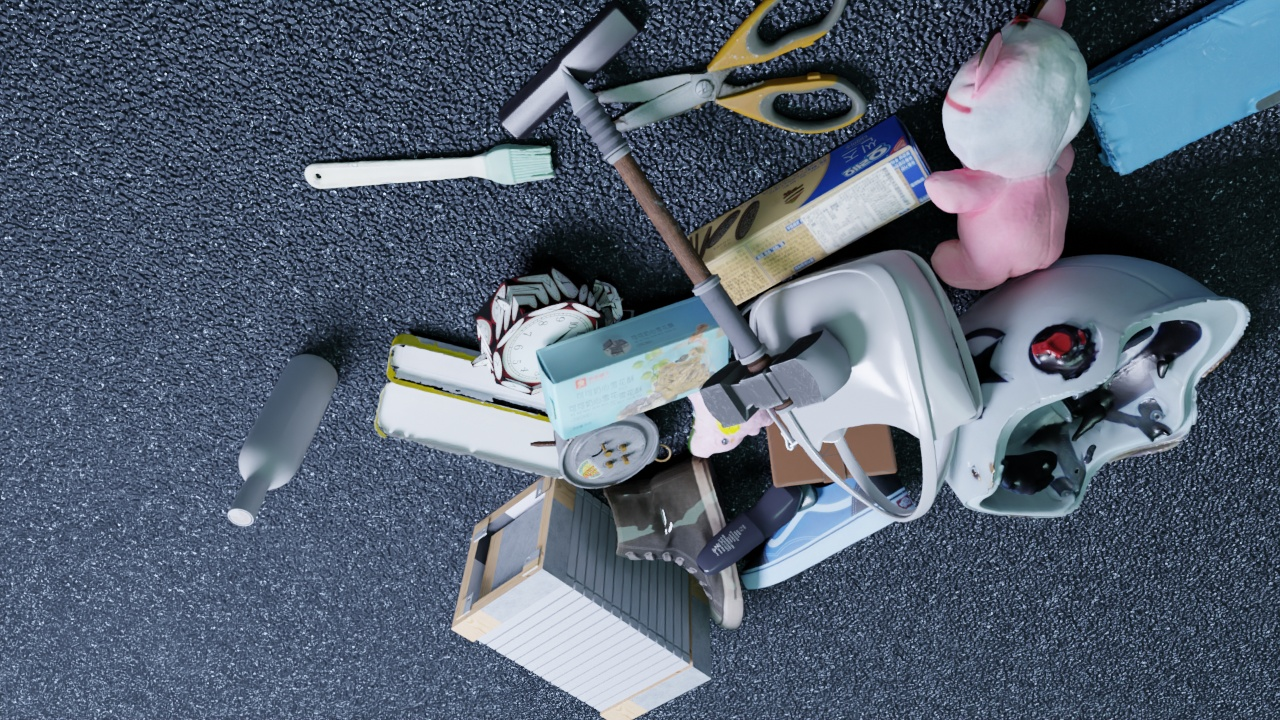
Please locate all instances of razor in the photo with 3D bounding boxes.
[{"bbox_3d":[0.116,0.167,0.930,0.142,0.047,0.052,-36,147,-14],"label":"razor"}]

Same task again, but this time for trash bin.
[{"bbox_3d":[-0.058,0.267,1.025,0.143,0.142,0.247,-37,118,27],"label":"trash bin"}]

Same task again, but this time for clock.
[{"bbox_3d":[-0.026,0.082,0.918,0.147,0.056,0.104,18,121,-39],"label":"clock"},{"bbox_3d":[-0.077,-0.031,0.845,0.154,0.065,0.115,-1,133,-34],"label":"clock"}]

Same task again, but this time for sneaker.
[{"bbox_3d":[0.043,0.210,1.003,0.120,0.095,0.235,-14,127,6],"label":"sneaker"},{"bbox_3d":[0.183,0.167,0.998,0.242,0.083,0.098,-43,71,42],"label":"sneaker"}]

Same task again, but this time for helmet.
[{"bbox_3d":[0.356,0.006,0.788,0.236,0.163,0.265,13,127,-43],"label":"helmet"}]

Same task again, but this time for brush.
[{"bbox_3d":[-0.181,-0.163,0.780,0.218,0.012,0.033,-2,128,6],"label":"brush"}]

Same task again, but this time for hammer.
[{"bbox_3d":[0.032,-0.092,0.734,0.322,0.042,0.156,55,146,-9],"label":"hammer"}]

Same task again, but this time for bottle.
[{"bbox_3d":[-0.335,0.073,0.853,0.052,0.194,0.053,1,128,1],"label":"bottle"}]

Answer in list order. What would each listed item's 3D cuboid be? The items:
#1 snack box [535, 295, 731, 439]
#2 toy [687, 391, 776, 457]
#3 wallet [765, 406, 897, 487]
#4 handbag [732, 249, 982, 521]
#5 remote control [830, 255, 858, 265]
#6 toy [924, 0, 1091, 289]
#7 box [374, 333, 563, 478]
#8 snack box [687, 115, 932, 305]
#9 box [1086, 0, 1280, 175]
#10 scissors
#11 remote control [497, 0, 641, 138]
[{"bbox_3d":[-0.005,0.005,0.832,0.174,0.053,0.075,-20,135,-15],"label":"snack box"},{"bbox_3d":[0.088,0.050,0.908,0.093,0.050,0.102,-2,122,4],"label":"toy"},{"bbox_3d":[0.188,0.077,0.916,0.121,0.087,0.013,-8,169,9],"label":"wallet"},{"bbox_3d":[0.187,0.029,0.780,0.216,0.095,0.222,-15,95,52],"label":"handbag"},{"bbox_3d":[0.169,-0.048,0.854,0.046,0.009,0.125,26,124,-17],"label":"remote control"},{"bbox_3d":[0.284,-0.160,0.696,0.141,0.084,0.213,-28,128,-25],"label":"toy"},{"bbox_3d":[-0.157,0.048,0.928,0.209,0.038,0.130,14,120,-10],"label":"box"},{"bbox_3d":[0.139,-0.121,0.770,0.207,0.057,0.056,-29,125,22],"label":"snack box"},{"bbox_3d":[0.451,-0.228,0.677,0.232,0.048,0.093,-26,121,21],"label":"box"},{"bbox_3d":[0.072,-0.210,0.728,0.226,0.016,0.162,-23,123,20],"label":"scissors"},{"bbox_3d":[-0.058,-0.225,0.722,0.137,0.015,0.032,-36,119,26],"label":"remote control"}]
